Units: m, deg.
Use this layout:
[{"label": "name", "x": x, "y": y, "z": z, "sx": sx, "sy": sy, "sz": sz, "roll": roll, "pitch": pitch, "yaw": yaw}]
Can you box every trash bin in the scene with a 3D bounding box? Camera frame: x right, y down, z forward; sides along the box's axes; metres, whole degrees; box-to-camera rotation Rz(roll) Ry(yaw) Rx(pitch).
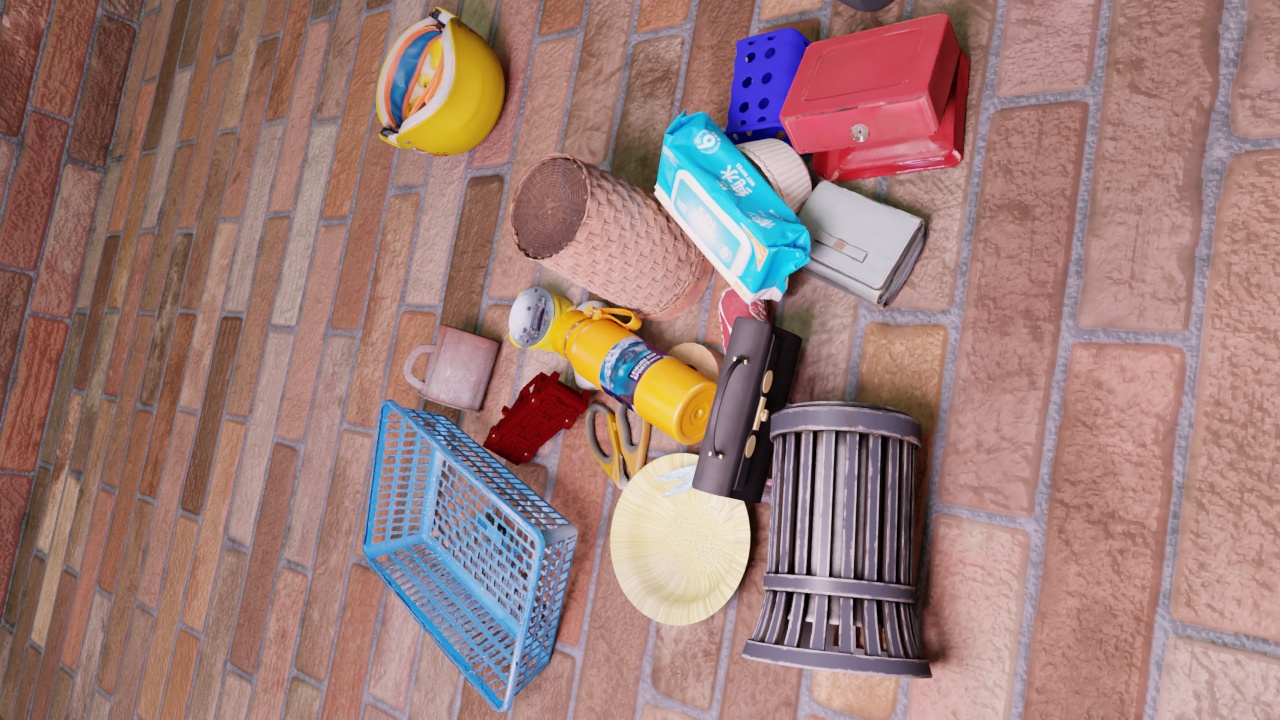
[{"label": "trash bin", "x": -0.033, "y": -0.138, "z": 1.054, "sx": 0.152, "sy": 0.209, "sz": 0.151, "roll": -10, "pitch": 74, "yaw": 38}, {"label": "trash bin", "x": 0.183, "y": 0.161, "z": 0.842, "sx": 0.165, "sy": 0.164, "sz": 0.227, "roll": -6, "pitch": 72, "yaw": 39}]

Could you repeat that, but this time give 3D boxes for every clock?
[{"label": "clock", "x": -0.138, "y": -0.055, "z": 1.221, "sx": 0.119, "sy": 0.057, "sz": 0.083, "roll": 11, "pitch": 87, "yaw": 40}]

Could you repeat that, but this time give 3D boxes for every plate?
[{"label": "plate", "x": 0.050, "y": 0.197, "z": 1.018, "sx": 0.185, "sy": 0.036, "sz": 0.184, "roll": -11, "pitch": 72, "yaw": 36}]

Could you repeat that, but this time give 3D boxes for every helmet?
[{"label": "helmet", "x": -0.291, "y": -0.403, "z": 1.381, "sx": 0.240, "sy": 0.139, "sz": 0.209, "roll": 38, "pitch": 105, "yaw": 52}]

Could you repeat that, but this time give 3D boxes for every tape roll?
[{"label": "tape roll", "x": 0.059, "y": 0.028, "z": 1.058, "sx": 0.094, "sy": 0.027, "sz": 0.094, "roll": -11, "pitch": 73, "yaw": 37}]

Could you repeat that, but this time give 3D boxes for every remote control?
[{"label": "remote control", "x": -0.059, "y": -0.020, "z": 1.166, "sx": 0.060, "sy": 0.028, "sz": 0.114, "roll": -18, "pitch": 69, "yaw": 36}]

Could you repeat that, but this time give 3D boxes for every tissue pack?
[{"label": "tissue pack", "x": 0.095, "y": -0.155, "z": 0.965, "sx": 0.066, "sy": 0.117, "sz": 0.209, "roll": -33, "pitch": 73, "yaw": -20}]

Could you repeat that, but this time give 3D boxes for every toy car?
[{"label": "toy car", "x": -0.132, "y": 0.068, "z": 1.168, "sx": 0.170, "sy": 0.070, "sz": 0.061, "roll": -40, "pitch": 26, "yaw": 41}]

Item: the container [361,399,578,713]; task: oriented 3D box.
[{"label": "container", "x": -0.221, "y": 0.229, "z": 1.168, "sx": 0.362, "sy": 0.089, "sz": 0.257, "roll": 32, "pitch": 118, "yaw": 40}]

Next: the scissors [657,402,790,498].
[{"label": "scissors", "x": 0.094, "y": 0.097, "z": 0.983, "sx": 0.179, "sy": 0.016, "sz": 0.101, "roll": -14, "pitch": 67, "yaw": 14}]

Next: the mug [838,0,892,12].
[{"label": "mug", "x": 0.247, "y": -0.440, "z": 0.987, "sx": 0.121, "sy": 0.085, "sz": 0.094, "roll": -34, "pitch": 56, "yaw": -6}]

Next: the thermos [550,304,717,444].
[{"label": "thermos", "x": -0.006, "y": 0.006, "z": 1.053, "sx": 0.091, "sy": 0.076, "sz": 0.233, "roll": -40, "pitch": 47, "yaw": -20}]

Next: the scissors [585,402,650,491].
[{"label": "scissors", "x": -0.022, "y": 0.148, "z": 1.106, "sx": 0.114, "sy": 0.016, "sz": 0.228, "roll": -19, "pitch": 70, "yaw": 36}]

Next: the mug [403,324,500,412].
[{"label": "mug", "x": -0.264, "y": 0.006, "z": 1.269, "sx": 0.096, "sy": 0.122, "sz": 0.110, "roll": 8, "pitch": 82, "yaw": 55}]

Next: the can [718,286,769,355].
[{"label": "can", "x": 0.116, "y": -0.031, "z": 1.008, "sx": 0.054, "sy": 0.054, "sz": 0.096, "roll": -19, "pitch": 68, "yaw": 35}]

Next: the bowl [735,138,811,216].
[{"label": "bowl", "x": 0.138, "y": -0.190, "z": 0.998, "sx": 0.062, "sy": 0.115, "sz": 0.115, "roll": -31, "pitch": 49, "yaw": -20}]

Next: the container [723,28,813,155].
[{"label": "container", "x": 0.150, "y": -0.295, "z": 1.023, "sx": 0.085, "sy": 0.085, "sz": 0.113, "roll": 1, "pitch": 79, "yaw": 39}]

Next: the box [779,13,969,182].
[{"label": "box", "x": 0.235, "y": -0.270, "z": 0.924, "sx": 0.158, "sy": 0.126, "sz": 0.137, "roll": -2, "pitch": 74, "yaw": 39}]

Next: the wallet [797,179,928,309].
[{"label": "wallet", "x": 0.221, "y": -0.121, "z": 0.949, "sx": 0.132, "sy": 0.054, "sz": 0.100, "roll": 31, "pitch": 100, "yaw": 35}]

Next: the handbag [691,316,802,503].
[{"label": "handbag", "x": 0.089, "y": 0.045, "z": 0.869, "sx": 0.072, "sy": 0.195, "sz": 0.175, "roll": 14, "pitch": 88, "yaw": 15}]
